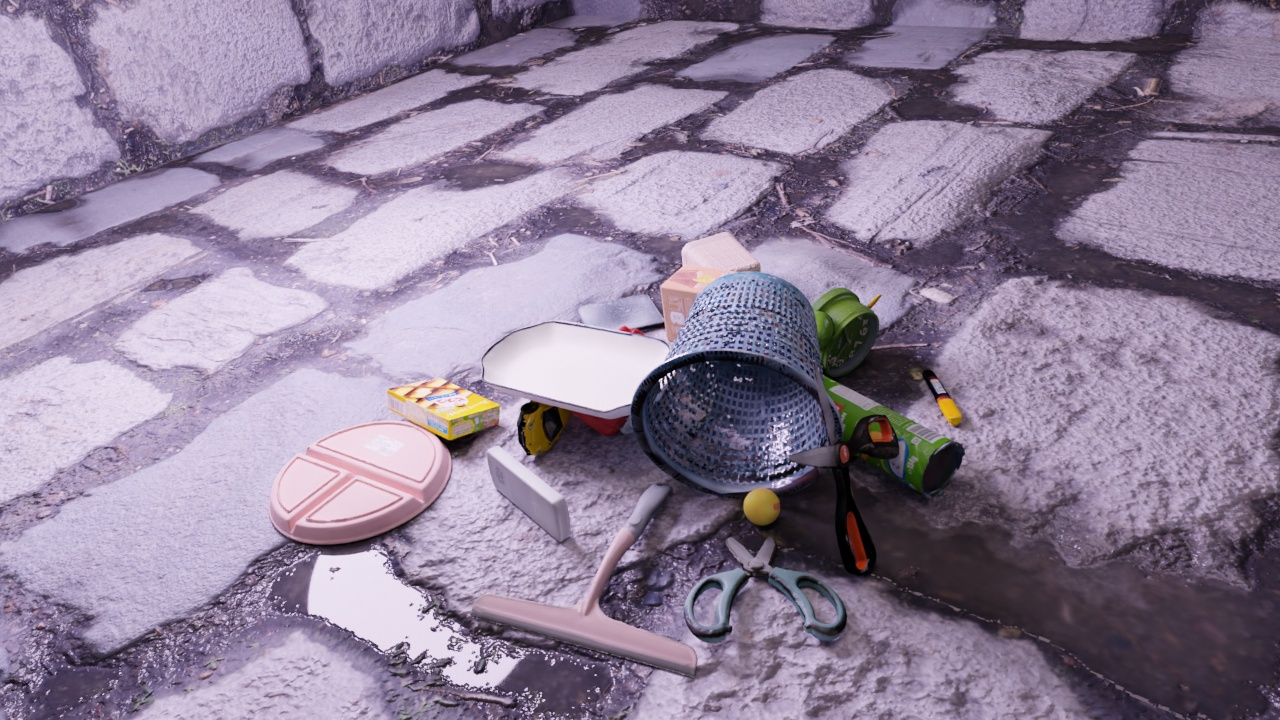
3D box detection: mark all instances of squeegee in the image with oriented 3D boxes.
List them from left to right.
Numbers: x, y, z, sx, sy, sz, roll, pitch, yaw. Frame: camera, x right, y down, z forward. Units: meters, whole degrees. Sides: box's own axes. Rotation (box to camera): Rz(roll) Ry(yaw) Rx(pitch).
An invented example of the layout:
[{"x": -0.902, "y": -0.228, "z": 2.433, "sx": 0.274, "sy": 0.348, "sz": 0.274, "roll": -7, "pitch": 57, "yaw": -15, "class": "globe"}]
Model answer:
[{"x": -0.018, "y": 0.199, "z": 0.979, "sx": 0.248, "sy": 0.040, "sz": 0.248, "roll": 7, "pitch": 34, "yaw": 23, "class": "squeegee"}]

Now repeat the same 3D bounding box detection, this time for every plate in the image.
[{"x": -0.354, "y": 0.144, "z": 1.156, "sx": 0.229, "sy": 0.028, "sz": 0.229, "roll": -6, "pitch": 31, "yaw": 4, "class": "plate"}, {"x": -0.078, "y": 0.014, "z": 1.156, "sx": 0.266, "sy": 0.034, "sz": 0.161, "roll": 11, "pitch": 38, "yaw": 28, "class": "plate"}]

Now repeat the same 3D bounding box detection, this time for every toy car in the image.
[{"x": -0.116, "y": 0.063, "z": 1.192, "sx": 0.041, "sy": 0.071, "sz": 0.155, "roll": 2, "pitch": 35, "yaw": 21, "class": "toy car"}]

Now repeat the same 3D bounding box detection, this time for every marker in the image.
[{"x": 0.379, "y": 0.045, "z": 1.158, "sx": 0.018, "sy": 0.015, "sz": 0.123, "roll": -5, "pitch": 29, "yaw": 2, "class": "marker"}]

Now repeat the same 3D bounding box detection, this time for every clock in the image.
[{"x": 0.249, "y": -0.028, "z": 1.212, "sx": 0.160, "sy": 0.116, "sz": 0.056, "roll": -24, "pitch": 45, "yaw": -29, "class": "clock"}]

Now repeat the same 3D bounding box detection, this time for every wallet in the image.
[{"x": -0.031, "y": -0.066, "z": 1.433, "sx": 0.120, "sy": 0.019, "sz": 0.097, "roll": -13, "pitch": 34, "yaw": -10, "class": "wallet"}]

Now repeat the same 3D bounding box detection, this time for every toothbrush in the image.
[{"x": 0.115, "y": 0.051, "z": 1.211, "sx": 0.017, "sy": 0.012, "sz": 0.185, "roll": 12, "pitch": 37, "yaw": 39, "class": "toothbrush"}]

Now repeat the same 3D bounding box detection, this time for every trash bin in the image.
[{"x": 0.119, "y": 0.012, "z": 1.040, "sx": 0.227, "sy": 0.227, "sz": 0.194, "roll": 2, "pitch": 42, "yaw": 15, "class": "trash bin"}]

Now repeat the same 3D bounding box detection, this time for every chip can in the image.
[{"x": 0.259, "y": 0.077, "z": 1.077, "sx": 0.072, "sy": 0.072, "sz": 0.236, "roll": -27, "pitch": 36, "yaw": -28, "class": "chip can"}]

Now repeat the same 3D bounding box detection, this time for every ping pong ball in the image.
[{"x": 0.133, "y": 0.160, "z": 1.002, "sx": 0.040, "sy": 0.040, "sz": 0.040, "roll": -6, "pitch": 32, "yaw": 4, "class": "ping pong ball"}]

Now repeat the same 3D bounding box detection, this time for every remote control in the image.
[{"x": -0.130, "y": 0.151, "z": 1.062, "sx": 0.021, "sy": 0.058, "sz": 0.150, "roll": -25, "pitch": 36, "yaw": -30, "class": "remote control"}]

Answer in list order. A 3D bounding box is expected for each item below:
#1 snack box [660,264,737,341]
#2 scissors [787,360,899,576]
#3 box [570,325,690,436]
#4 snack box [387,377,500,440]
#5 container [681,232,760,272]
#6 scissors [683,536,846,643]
[{"x": 0.092, "y": -0.079, "z": 1.349, "sx": 0.094, "sy": 0.093, "sz": 0.076, "roll": 12, "pitch": 36, "yaw": 30, "class": "snack box"}, {"x": 0.211, "y": 0.102, "z": 0.918, "sx": 0.022, "sy": 0.234, "sz": 0.220, "roll": -6, "pitch": 12, "yaw": 38, "class": "scissors"}, {"x": -0.004, "y": 0.009, "z": 1.222, "sx": 0.102, "sy": 0.101, "sz": 0.200, "roll": 35, "pitch": 38, "yaw": -2, "class": "box"}, {"x": -0.268, "y": 0.063, "z": 1.242, "sx": 0.140, "sy": 0.034, "sz": 0.086, "roll": 22, "pitch": 25, "yaw": 37, "class": "snack box"}, {"x": 0.130, "y": -0.132, "z": 1.433, "sx": 0.089, "sy": 0.090, "sz": 0.111, "roll": -18, "pitch": 36, "yaw": -15, "class": "container"}, {"x": 0.107, "y": 0.232, "z": 0.903, "sx": 0.180, "sy": 0.019, "sz": 0.170, "roll": -16, "pitch": 32, "yaw": -24, "class": "scissors"}]
